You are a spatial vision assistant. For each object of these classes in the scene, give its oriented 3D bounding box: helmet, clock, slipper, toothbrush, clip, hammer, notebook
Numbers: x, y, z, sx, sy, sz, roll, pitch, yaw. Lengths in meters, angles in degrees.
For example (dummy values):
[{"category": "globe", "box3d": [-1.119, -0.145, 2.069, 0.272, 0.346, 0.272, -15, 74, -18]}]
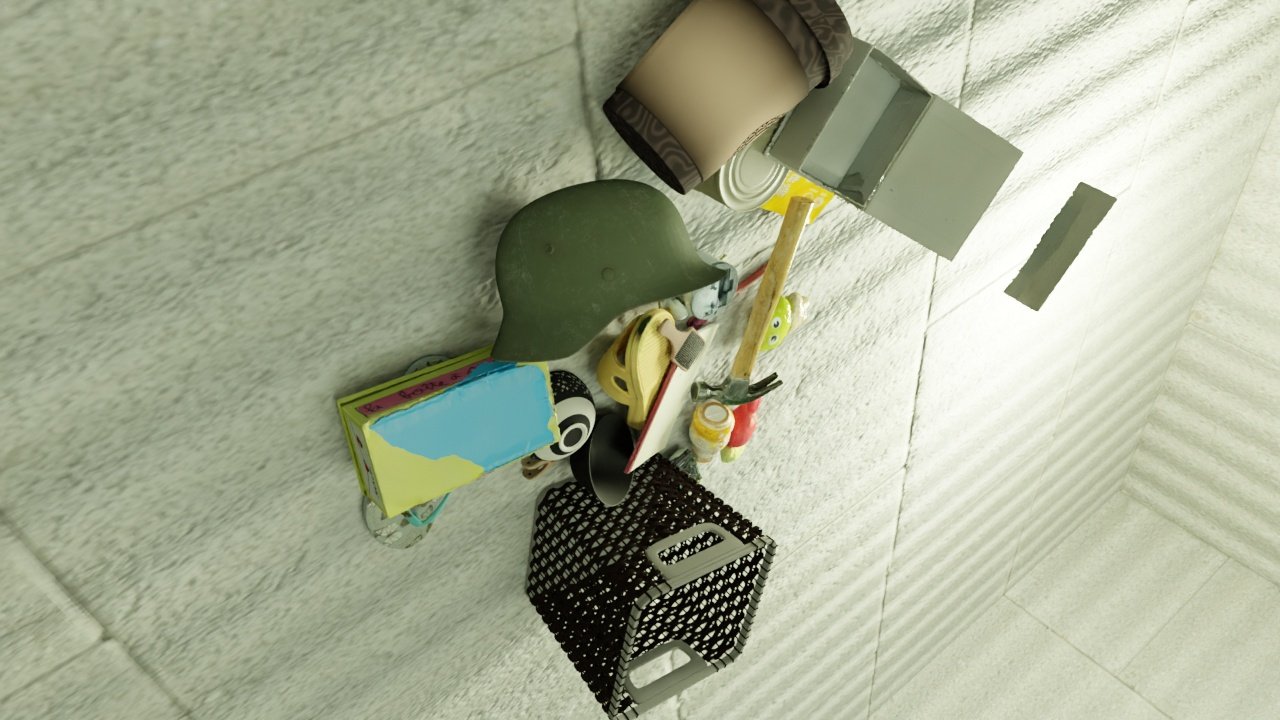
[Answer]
[{"category": "helmet", "box3d": [-0.047, -0.107, 0.954, 0.226, 0.268, 0.154, -36, 116, -59]}, {"category": "clock", "box3d": [0.072, -0.095, 1.197, 0.117, 0.057, 0.083, -23, 135, -31]}, {"category": "slipper", "box3d": [-0.258, 0.121, 1.055, 0.098, 0.055, 0.269, -7, 123, -38]}, {"category": "toothbrush", "box3d": [0.141, -0.099, 1.294, 0.189, 0.016, 0.016, -36, 139, -17]}, {"category": "clip", "box3d": [-0.132, 0.127, 1.206, 0.060, 0.025, 0.045, -37, 142, -28]}, {"category": "hammer", "box3d": [0.176, -0.075, 1.288, 0.132, 0.033, 0.331, 4, 123, -20]}, {"category": "notebook", "box3d": [0.046, 0.049, 1.271, 0.209, 0.012, 0.152, -67, 165, 17]}, {"category": "slipper", "box3d": [-0.007, 0.007, 1.185, 0.099, 0.078, 0.264, -55, 163, -23]}]

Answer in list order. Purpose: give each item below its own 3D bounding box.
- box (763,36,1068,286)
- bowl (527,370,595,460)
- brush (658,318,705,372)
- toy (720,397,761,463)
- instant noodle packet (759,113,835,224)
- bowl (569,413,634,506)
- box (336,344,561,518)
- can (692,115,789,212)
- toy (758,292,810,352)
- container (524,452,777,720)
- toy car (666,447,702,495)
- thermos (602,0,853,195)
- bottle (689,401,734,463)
[{"category": "box", "box3d": [0.348, -0.245, 1.159, 0.418, 0.108, 0.166, 18, 110, -35]}, {"category": "bowl", "box3d": [-0.103, 0.080, 1.159, 0.120, 0.066, 0.120, -25, 135, -28]}, {"category": "brush", "box3d": [0.052, -0.022, 1.139, 0.050, 0.015, 0.135, -57, 154, -3]}, {"category": "toy", "box3d": [0.157, 0.100, 1.434, 0.091, 0.045, 0.135, -50, 160, -66]}, {"category": "instant noodle packet", "box3d": [0.234, -0.288, 1.195, 0.162, 0.084, 0.222, 6, 122, -47]}, {"category": "bowl", "box3d": [-0.060, 0.134, 1.240, 0.124, 0.053, 0.124, 10, 78, -62]}, {"category": "box", "box3d": [-0.202, 0.067, 1.003, 0.220, 0.079, 0.124, -25, 121, -30]}, {"category": "can", "box3d": [0.117, -0.250, 1.102, 0.127, 0.073, 0.128, -25, 135, -28]}, {"category": "toy", "box3d": [0.210, -0.061, 1.371, 0.117, 0.043, 0.092, -22, 133, -33]}, {"category": "container", "box3d": [0.000, 0.304, 1.298, 0.246, 0.243, 0.246, -16, 130, -36]}, {"category": "toy car", "box3d": [0.065, 0.173, 1.426, 0.048, 0.033, 0.105, -40, 145, -16]}, {"category": "thermos", "box3d": [0.085, -0.299, 0.967, 0.226, 0.172, 0.172, -44, 142, 2]}, {"category": "bottle", "box3d": [0.104, 0.112, 1.392, 0.063, 0.063, 0.109, -25, 148, -28]}]
